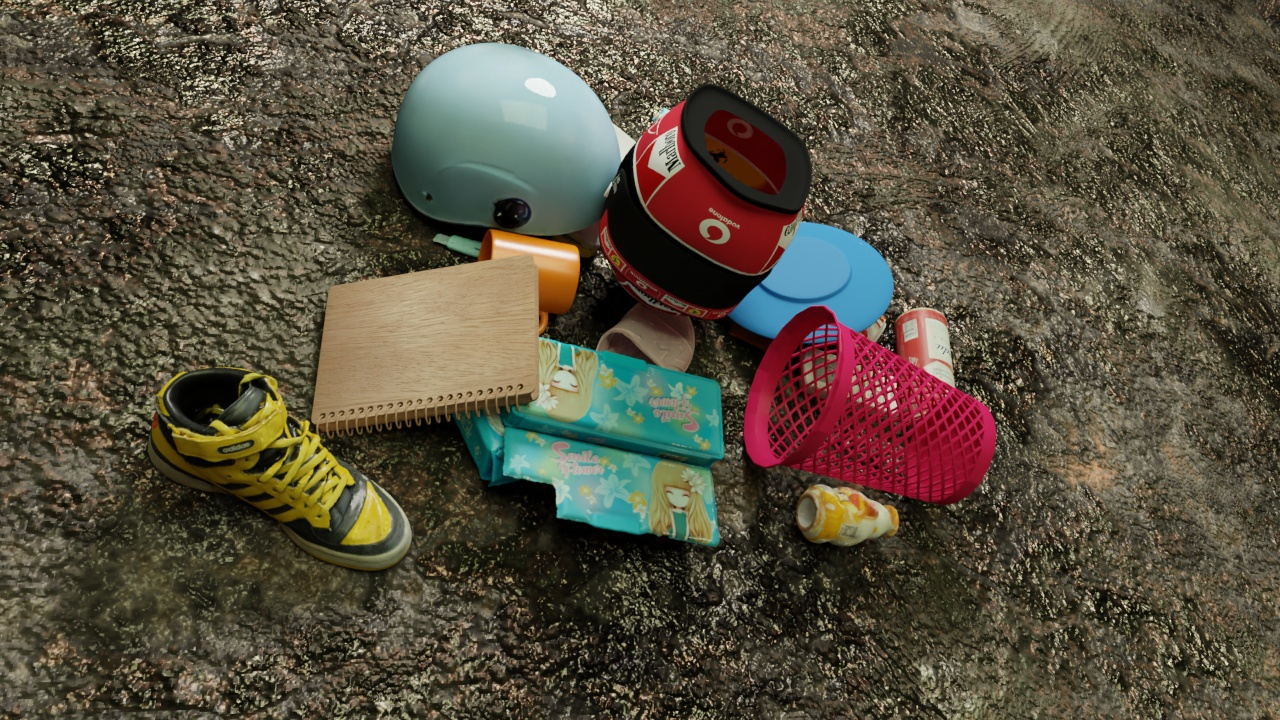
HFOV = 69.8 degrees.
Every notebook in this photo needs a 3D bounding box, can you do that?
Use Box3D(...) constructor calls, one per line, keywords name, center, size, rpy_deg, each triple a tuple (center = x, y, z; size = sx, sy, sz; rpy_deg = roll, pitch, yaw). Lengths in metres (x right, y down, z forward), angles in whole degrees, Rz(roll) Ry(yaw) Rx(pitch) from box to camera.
Box3D(name="notebook", center=(-0.200, -0.014, 0.869), size=(0.210, 0.022, 0.168), rpy_deg=(-9, 57, 6))

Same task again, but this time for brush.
Box3D(name="brush", center=(0.132, -0.044, 1.123), size=(0.126, 0.017, 0.048), rpy_deg=(24, 51, -10))

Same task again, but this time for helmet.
Box3D(name="helmet", center=(0.060, -0.153, 0.985), size=(0.197, 0.225, 0.270), rpy_deg=(29, 37, -10))
Box3D(name="helmet", center=(-0.142, -0.251, 1.023), size=(0.265, 0.167, 0.224), rpy_deg=(13, 52, -7))

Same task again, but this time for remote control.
Box3D(name="remote control", center=(0.256, 0.029, 1.128), size=(0.138, 0.026, 0.060), rpy_deg=(18, 52, -14))

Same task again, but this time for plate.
Box3D(name="plate", center=(0.198, -0.108, 1.129), size=(0.224, 0.024, 0.223), rpy_deg=(-2, 46, 2))

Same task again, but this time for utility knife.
Box3D(name="utility knife", center=(-0.173, -0.121, 1.029), size=(0.120, 0.015, 0.022), rpy_deg=(16, 84, -14))

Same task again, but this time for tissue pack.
Box3D(name="tissue pack", center=(-0.132, 0.048, 0.901), size=(0.092, 0.062, 0.144), rpy_deg=(-15, 67, -34))

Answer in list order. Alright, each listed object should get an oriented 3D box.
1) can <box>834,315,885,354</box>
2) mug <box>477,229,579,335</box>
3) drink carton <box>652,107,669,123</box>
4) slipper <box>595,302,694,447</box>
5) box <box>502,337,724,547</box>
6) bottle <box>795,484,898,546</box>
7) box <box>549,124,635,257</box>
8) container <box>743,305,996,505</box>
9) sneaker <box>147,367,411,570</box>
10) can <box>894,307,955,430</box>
Box3D(name="can", center=(0.252, -0.057, 1.160), size=(0.105, 0.064, 0.064), rpy_deg=(38, 50, 2))
Box3D(name="mug", center=(-0.125, -0.078, 0.991), size=(0.096, 0.078, 0.112), rpy_deg=(9, 83, -21))
Box3D(name="drink carton", center=(0.071, -0.294, 1.250), size=(0.129, 0.039, 0.044), rpy_deg=(29, 50, -5))
Box3D(name="slipper", center=(-0.006, 0.006, 0.992), size=(0.094, 0.065, 0.238), rpy_deg=(38, 51, 2))
Box3D(name="box", center=(-0.022, 0.079, 0.884), size=(0.226, 0.039, 0.181), rpy_deg=(14, 55, -23))
Box3D(name="bottle", center=(0.225, 0.169, 0.993), size=(0.108, 0.063, 0.063), rpy_deg=(9, 55, -20))
Box3D(name="box", center=(-0.051, -0.215, 1.133), size=(0.065, 0.045, 0.209), rpy_deg=(27, 50, -10))
Box3D(name="container", center=(0.258, 0.065, 1.009), size=(0.225, 0.184, 0.182), rpy_deg=(21, 51, -17))
Box3D(name="sneaker", center=(-0.292, 0.085, 0.759), size=(0.238, 0.122, 0.085), rpy_deg=(26, 52, -6))
Box3D(name="can", center=(0.361, 0.013, 1.164), size=(0.067, 0.067, 0.169), rpy_deg=(18, 52, -14))
